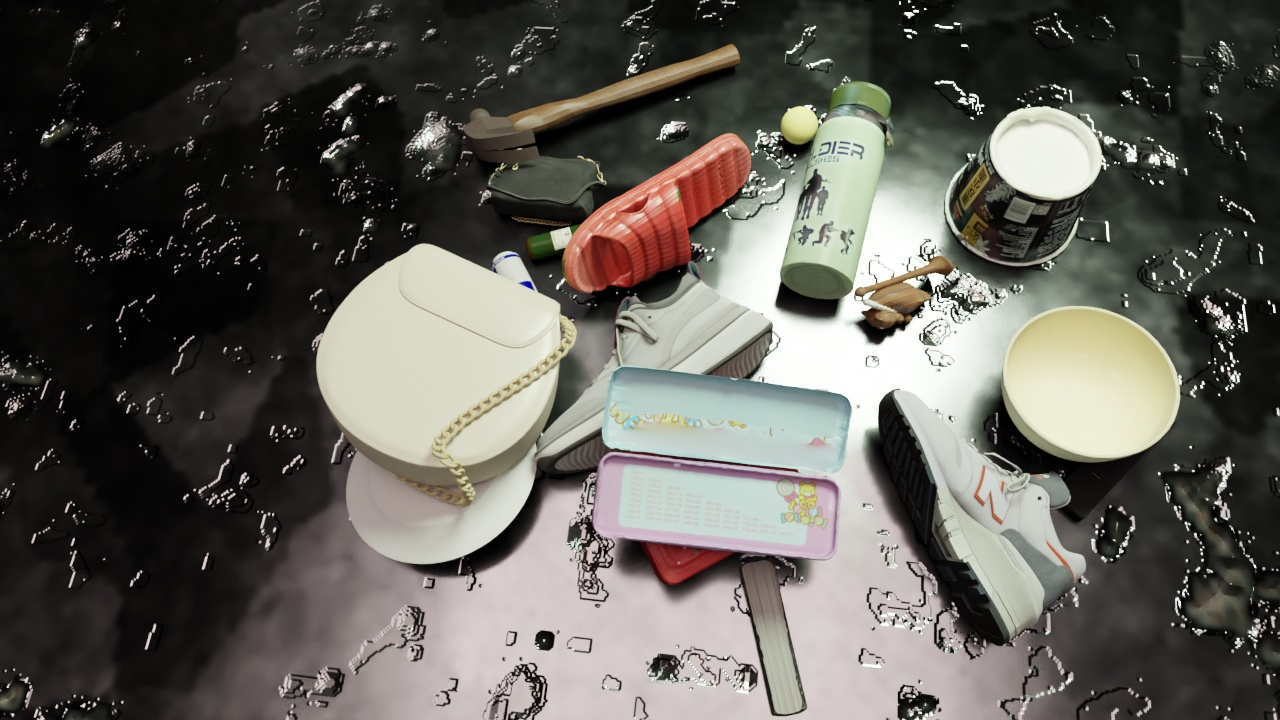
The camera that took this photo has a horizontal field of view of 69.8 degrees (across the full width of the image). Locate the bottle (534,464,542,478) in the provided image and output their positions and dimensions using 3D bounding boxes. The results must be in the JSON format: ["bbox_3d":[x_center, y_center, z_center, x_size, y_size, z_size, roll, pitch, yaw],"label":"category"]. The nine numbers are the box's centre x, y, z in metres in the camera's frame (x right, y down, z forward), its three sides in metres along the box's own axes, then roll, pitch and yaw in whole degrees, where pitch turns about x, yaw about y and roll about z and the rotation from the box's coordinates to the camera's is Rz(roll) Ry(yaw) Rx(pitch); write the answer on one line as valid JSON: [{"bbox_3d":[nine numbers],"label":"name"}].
[{"bbox_3d":[-0.148,0.127,0.881,0.113,0.030,0.030,-23,69,-6],"label":"bottle"}]

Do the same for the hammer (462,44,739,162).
[{"bbox_3d":[-0.039,-0.293,1.025,0.322,0.033,0.115,-21,38,-10],"label":"hammer"}]

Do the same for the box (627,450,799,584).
[{"bbox_3d":[0.060,0.119,0.847,0.157,0.110,0.134,-24,80,-10],"label":"box"}]

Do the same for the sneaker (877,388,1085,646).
[{"bbox_3d":[0.316,0.123,0.833,0.124,0.089,0.239,-19,77,-9],"label":"sneaker"}]

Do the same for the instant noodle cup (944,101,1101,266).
[{"bbox_3d":[0.391,-0.180,0.925,0.137,0.112,0.137,-1,70,3],"label":"instant noodle cup"}]

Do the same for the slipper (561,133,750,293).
[{"bbox_3d":[0.030,-0.140,0.937,0.248,0.104,0.059,-36,57,-18],"label":"slipper"}]

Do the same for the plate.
[{"bbox_3d":[-0.193,0.102,0.876,0.189,0.016,0.188,-5,55,7],"label":"plate"}]

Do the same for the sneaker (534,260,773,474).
[{"bbox_3d":[-0.005,0.005,0.892,0.262,0.097,0.128,-35,64,-11],"label":"sneaker"}]

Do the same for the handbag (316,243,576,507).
[{"bbox_3d":[-0.182,0.004,0.846,0.210,0.103,0.208,25,66,4],"label":"handbag"}]

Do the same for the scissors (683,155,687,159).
[{"bbox_3d":[0.039,-0.191,1.000,0.148,0.019,0.123,0,68,2],"label":"scissors"}]

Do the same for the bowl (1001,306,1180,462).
[{"bbox_3d":[0.408,0.032,0.858,0.151,0.075,0.150,-3,64,6],"label":"bowl"}]

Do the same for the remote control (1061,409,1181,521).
[{"bbox_3d":[0.450,0.089,0.869,0.150,0.013,0.034,-41,68,-12],"label":"remote control"}]

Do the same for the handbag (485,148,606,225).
[{"bbox_3d":[-0.101,-0.192,0.992,0.128,0.054,0.079,8,65,9],"label":"handbag"}]

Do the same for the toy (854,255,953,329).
[{"bbox_3d":[0.265,-0.065,0.924,0.101,0.041,0.055,-18,104,-12],"label":"toy"}]

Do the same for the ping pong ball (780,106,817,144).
[{"bbox_3d":[0.174,-0.258,1.006,0.040,0.040,0.040,-1,69,3],"label":"ping pong ball"}]

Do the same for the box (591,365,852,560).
[{"bbox_3d":[0.071,0.087,0.782,0.214,0.035,0.151,8,89,-6],"label":"box"}]

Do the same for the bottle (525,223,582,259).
[{"bbox_3d":[-0.069,-0.131,0.980,0.106,0.025,0.025,-15,69,-2],"label":"bottle"}]

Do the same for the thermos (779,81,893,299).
[{"bbox_3d":[0.211,-0.182,0.954,0.082,0.082,0.231,15,70,9],"label":"thermos"}]

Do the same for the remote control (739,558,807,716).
[{"bbox_3d":[0.119,0.248,0.827,0.033,0.013,0.136,-10,67,-2],"label":"remote control"}]

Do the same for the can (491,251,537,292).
[{"bbox_3d":[-0.124,-0.069,0.955,0.032,0.032,0.095,-26,70,-7],"label":"can"}]
